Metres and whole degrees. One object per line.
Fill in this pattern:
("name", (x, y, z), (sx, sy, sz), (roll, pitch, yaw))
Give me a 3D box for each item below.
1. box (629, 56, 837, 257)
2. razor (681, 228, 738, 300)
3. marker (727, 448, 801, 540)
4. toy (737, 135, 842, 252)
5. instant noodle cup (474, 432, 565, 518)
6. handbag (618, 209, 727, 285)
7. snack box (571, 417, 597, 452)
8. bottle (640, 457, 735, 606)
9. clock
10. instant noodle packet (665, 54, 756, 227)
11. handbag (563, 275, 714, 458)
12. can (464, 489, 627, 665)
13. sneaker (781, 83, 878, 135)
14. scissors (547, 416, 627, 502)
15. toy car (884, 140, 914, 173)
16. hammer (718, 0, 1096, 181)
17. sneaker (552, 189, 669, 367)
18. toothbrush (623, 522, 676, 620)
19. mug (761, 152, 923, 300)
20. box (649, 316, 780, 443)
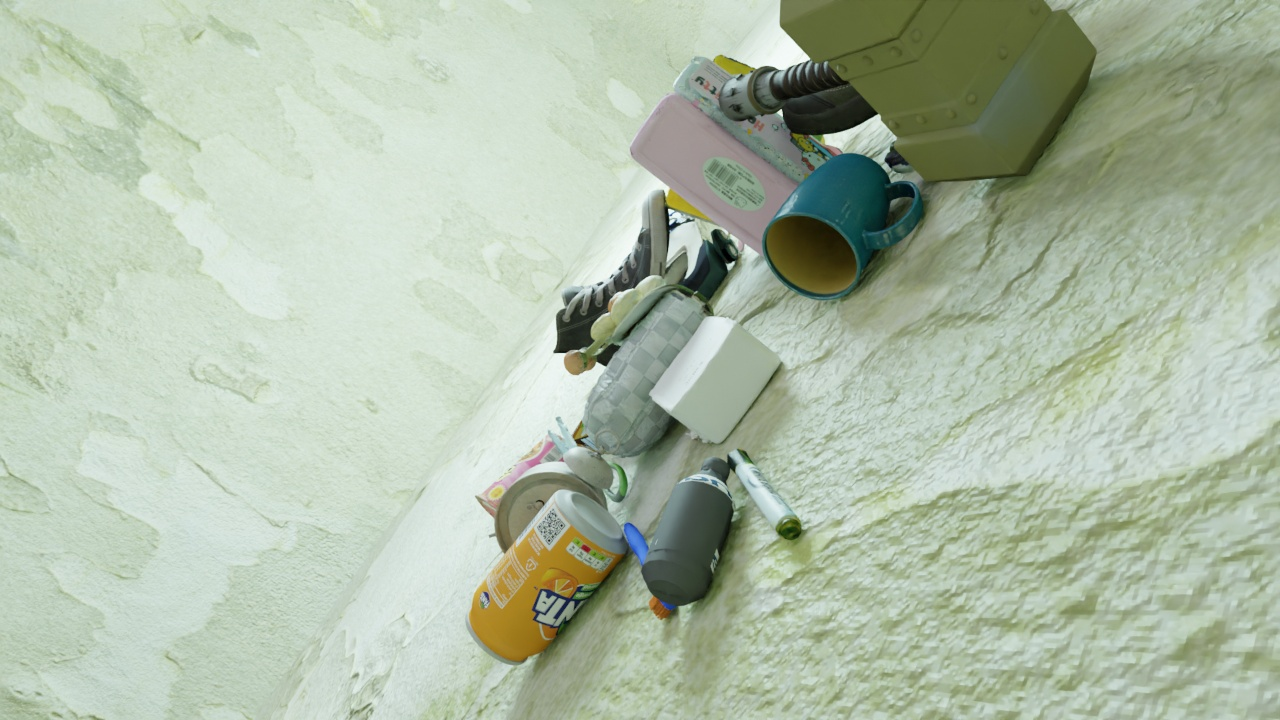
("box", (0.103, -0.193, 0.872), (0.149, 0.201, 0.073), (-55, 5, -9))
("razor", (0.070, -0.092, 1.114), (0.143, 0.047, 0.052), (-56, 36, -2))
("marker", (0.080, 0.086, 0.606), (0.017, 0.017, 0.146), (-52, 12, 4))
("toy", (0.152, -0.211, 1.034), (0.190, 0.087, 0.238), (-59, 18, 6))
("instant noodle cup", (-0.110, 0.143, 1.019), (0.108, 0.097, 0.098), (-48, 9, -19))
("handbag", (0.030, -0.115, 1.239), (0.201, 0.093, 0.199), (-48, 20, 21))
("snack box", (-0.018, 0.053, 1.049), (0.100, 0.031, 0.186), (-57, 12, -21))
("bottle", (0.037, 0.112, 0.622), (0.047, 0.047, 0.112), (-41, 16, 45))
("clock", (-0.067, 0.127, 0.847), (0.157, 0.103, 0.061), (-55, 4, 12))
("instant noodle packet", (0.078, -0.246, 1.036), (0.221, 0.084, 0.163), (-108, 35, -75))
("handbag", (-0.005, 0.005, 0.894), (0.171, 0.123, 0.112), (-57, -8, -5))
("can", (-0.081, 0.185, 0.785), (0.142, 0.079, 0.079), (-51, 12, 9))
("sneaker", (0.195, -0.284, 0.785), (0.100, 0.143, 0.239), (-35, 16, -35))
("scissors", (-0.058, 0.102, 0.948), (0.078, 0.032, 0.175), (-54, 40, 14))
("toy car", (0.242, -0.185, 0.730), (0.105, 0.033, 0.048), (-43, 12, -13))
("hammer", (0.145, -0.221, 0.698), (0.100, 0.190, 0.325), (-54, 22, -7))
("sneaker", (-0.031, -0.098, 1.112), (0.095, 0.120, 0.235), (-80, 4, -66))
("toothbrush", (0.003, 0.156, 0.702), (0.018, 0.016, 0.182), (-58, 12, 1))
("mug", (0.168, -0.113, 0.729), (0.112, 0.084, 0.104), (0, 42, 40))
("box", (0.068, 0.023, 0.792), (0.102, 0.076, 0.107), (-55, 9, -1))
